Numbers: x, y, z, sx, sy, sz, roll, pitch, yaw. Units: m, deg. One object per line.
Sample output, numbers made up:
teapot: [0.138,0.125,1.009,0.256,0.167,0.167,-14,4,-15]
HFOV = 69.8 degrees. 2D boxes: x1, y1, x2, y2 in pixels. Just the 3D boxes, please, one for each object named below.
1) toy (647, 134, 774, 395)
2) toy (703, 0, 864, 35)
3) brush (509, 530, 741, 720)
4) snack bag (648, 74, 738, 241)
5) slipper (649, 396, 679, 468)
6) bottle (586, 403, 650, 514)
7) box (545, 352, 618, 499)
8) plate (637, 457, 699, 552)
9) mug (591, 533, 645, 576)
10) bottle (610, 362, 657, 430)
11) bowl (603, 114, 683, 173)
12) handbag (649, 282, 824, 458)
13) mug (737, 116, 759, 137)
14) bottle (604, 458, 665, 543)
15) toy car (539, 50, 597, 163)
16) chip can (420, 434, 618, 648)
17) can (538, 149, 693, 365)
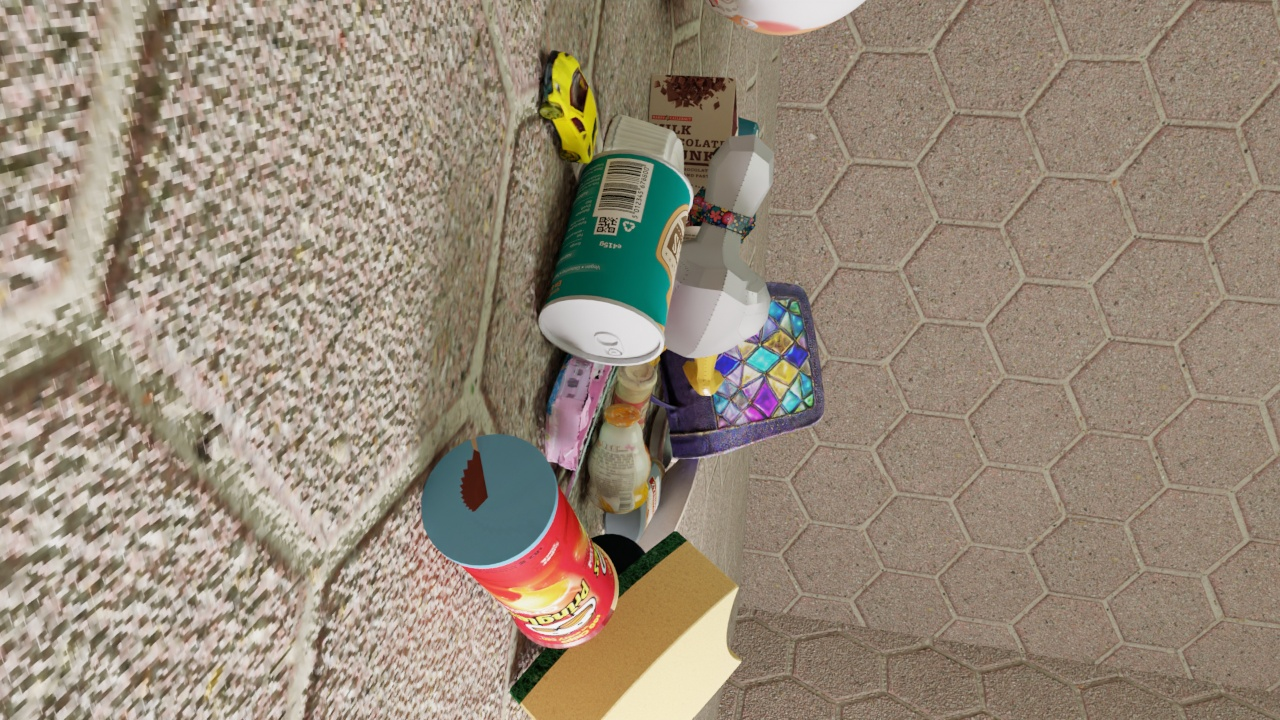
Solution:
toy: [0.072,-0.096,0.942,0.246,0.141,0.268,-86,-165,-69]
toy: [0.160,-0.494,1.030,0.265,0.263,0.281,-52,-178,-9]
brush: [-0.001,0.290,0.847,0.194,0.075,0.250,-41,150,-19]
snack bag: [0.062,-0.231,1.074,0.069,0.094,0.207,-69,162,-51]
slipper: [0.058,0.090,1.331,0.273,0.054,0.114,-57,152,-69]
bottle: [-0.021,0.097,0.911,0.063,0.063,0.109,-64,161,-60]
box: [-0.042,0.020,0.856,0.229,0.035,0.159,-72,171,-47]
plate: [0.023,0.198,1.181,0.189,0.027,0.188,-158,-86,-86]
mug: [-0.038,0.236,0.900,0.121,0.085,0.095,-47,152,-21]
bottle: [-0.012,0.049,0.938,0.044,0.044,0.109,-70,176,-50]
bowl: [0.005,-0.181,0.901,0.115,0.062,0.115,7,89,-78]
handbag: [0.099,0.008,1.130,0.126,0.221,0.205,167,-85,-68]
mug: [0.108,-0.290,1.248,0.112,0.104,0.084,9,87,-78]
bottle: [-0.002,0.157,1.094,0.161,0.046,0.072,-45,140,-72]
toy car: [-0.052,-0.191,0.698,0.107,0.030,0.049,59,39,-69]
chip can: [-0.073,0.130,0.623,0.213,0.087,0.086,74,25,-60]
can: [-0.018,-0.083,0.745,0.099,0.099,0.143,76,23,-60]
